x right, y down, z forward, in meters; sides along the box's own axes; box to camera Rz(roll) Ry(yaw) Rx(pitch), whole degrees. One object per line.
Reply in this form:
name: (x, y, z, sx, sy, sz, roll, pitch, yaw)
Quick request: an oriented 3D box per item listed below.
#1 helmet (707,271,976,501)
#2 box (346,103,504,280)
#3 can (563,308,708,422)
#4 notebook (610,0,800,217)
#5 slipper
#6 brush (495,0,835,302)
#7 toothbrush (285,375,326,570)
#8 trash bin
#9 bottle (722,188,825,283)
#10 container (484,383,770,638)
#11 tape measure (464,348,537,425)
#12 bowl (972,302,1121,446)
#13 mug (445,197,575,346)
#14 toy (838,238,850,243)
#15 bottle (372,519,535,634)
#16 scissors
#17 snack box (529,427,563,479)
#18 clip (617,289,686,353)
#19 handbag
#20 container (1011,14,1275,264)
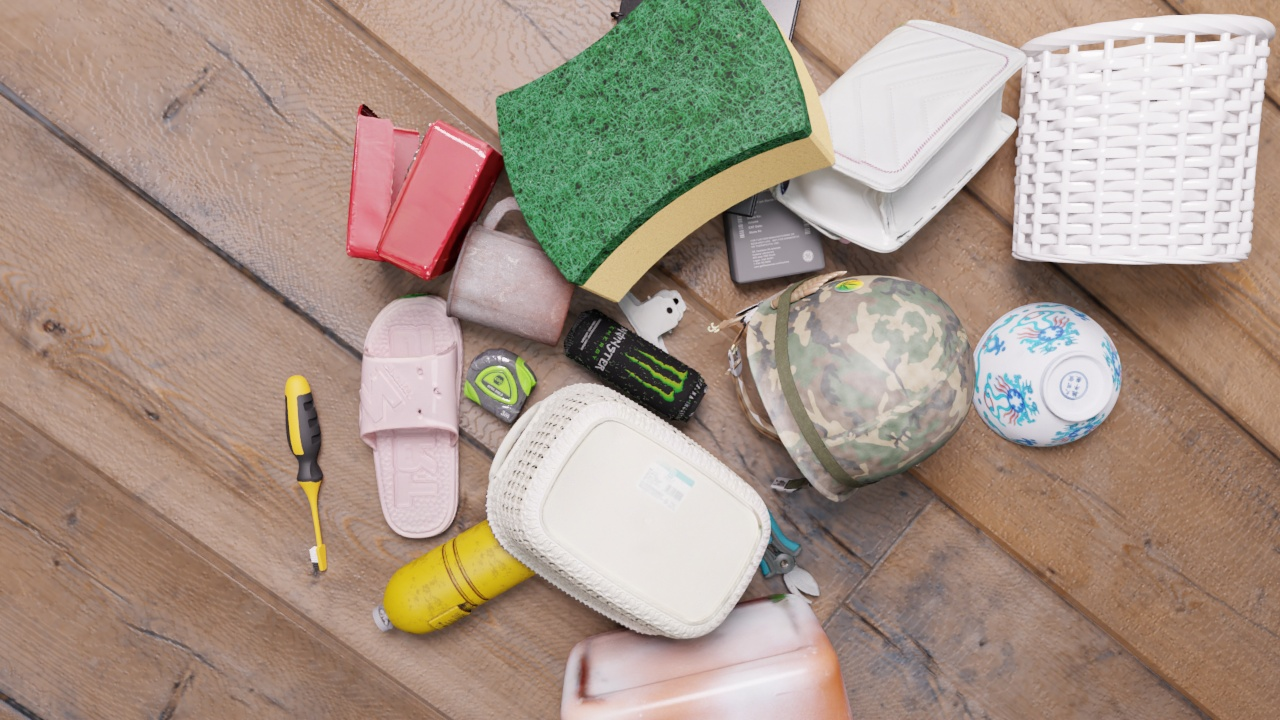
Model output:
helmet: (0.174, 0.020, 0.811, 0.237, 0.223, 0.193, -27, 105, 27)
box: (-0.182, -0.139, 0.791, 0.117, 0.157, 0.136, 11, 99, -9)
can: (-0.005, 0.005, 0.861, 0.137, 0.054, 0.054, 32, 96, 1)
notebook: (0.043, -0.259, 0.821, 0.169, 0.019, 0.231, 14, 98, 17)
slipper: (-0.216, 0.057, 0.863, 0.094, 0.064, 0.239, 0, 100, -2)
brush: (0.012, -0.191, 0.756, 0.251, 0.075, 0.195, -31, 67, 20)
toothbrush: (-0.319, 0.110, 0.885, 0.031, 0.031, 0.197, -1, 102, 12)
trash bin: (0.064, 0.333, 0.856, 0.260, 0.181, 0.157, -12, 97, 1)
bottle: (0.115, -0.164, 0.852, 0.084, 0.046, 0.174, -10, 98, -1)
container: (-0.006, 0.135, 0.815, 0.251, 0.143, 0.184, 35, 78, -10)
tape measure: (-0.134, 0.019, 0.875, 0.065, 0.035, 0.059, 36, 104, -10)
bowl: (0.399, 0.019, 0.874, 0.144, 0.074, 0.144, 0, 98, -2)
mug: (-0.109, -0.083, 0.832, 0.110, 0.096, 0.123, 16, 106, -11)
toy: (0.201, -0.150, 0.849, 0.099, 0.053, 0.095, 43, 65, -6)
bottle: (-0.180, 0.211, 0.882, 0.164, 0.071, 0.071, -30, 98, 2)
scissors: (0.126, 0.178, 0.915, 0.130, 0.019, 0.151, 4, 97, -2)
snack box: (-0.059, 0.136, 0.899, 0.080, 0.025, 0.147, -14, 98, 0)
clip: (0.017, -0.044, 0.881, 0.054, 0.040, 0.101, -29, 100, 22)
handbag: (0.215, -0.196, 0.788, 0.198, 0.096, 0.142, -43, 54, -16)
container: (0.423, -0.181, 0.790, 0.189, 0.189, 0.187, -1, 99, -2)
